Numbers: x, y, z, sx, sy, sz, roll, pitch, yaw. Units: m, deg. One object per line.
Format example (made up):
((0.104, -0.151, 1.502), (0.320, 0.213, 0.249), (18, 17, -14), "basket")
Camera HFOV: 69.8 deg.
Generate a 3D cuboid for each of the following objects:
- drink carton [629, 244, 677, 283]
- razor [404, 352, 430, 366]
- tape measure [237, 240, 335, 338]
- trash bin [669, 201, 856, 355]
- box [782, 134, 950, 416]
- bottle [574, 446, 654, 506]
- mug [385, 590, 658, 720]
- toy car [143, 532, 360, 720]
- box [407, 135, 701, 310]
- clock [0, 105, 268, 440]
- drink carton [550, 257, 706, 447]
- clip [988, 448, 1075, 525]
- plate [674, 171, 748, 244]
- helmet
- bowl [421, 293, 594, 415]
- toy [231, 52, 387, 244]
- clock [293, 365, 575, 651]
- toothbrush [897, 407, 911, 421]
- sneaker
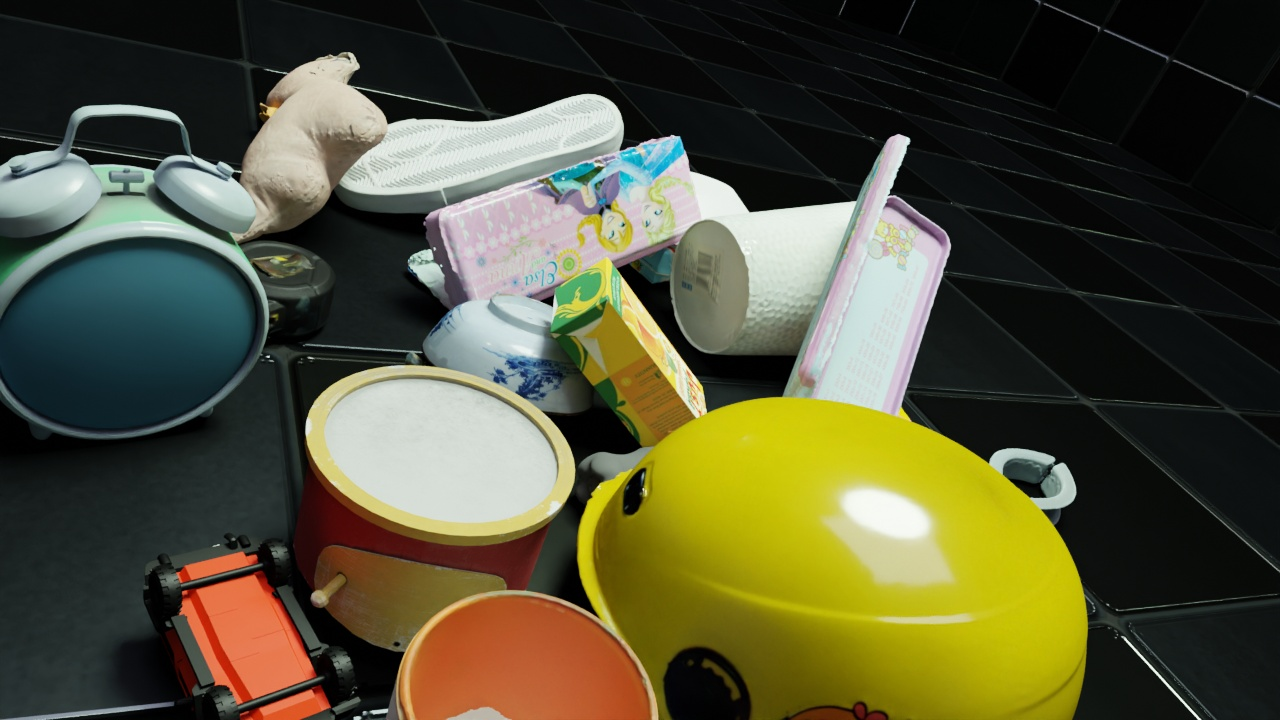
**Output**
((0.048, -0.095, 0.833), (0.128, 0.039, 0.044), (-9, 42, -42), "drink carton")
((-0.110, 0.026, 0.549), (0.042, 0.026, 0.106), (-15, 41, -44), "razor")
((-0.228, -0.045, 0.567), (0.071, 0.042, 0.072), (28, 27, 18), "tape measure")
((0.119, -0.063, 0.745), (0.161, 0.133, 0.133), (-5, 39, -31), "trash bin")
((0.158, -0.043, 0.654), (0.062, 0.140, 0.213), (7, 62, 35), "box")
((0.014, 0.068, 0.542), (0.109, 0.036, 0.036), (-3, 38, -37), "bottle")
((-0.049, 0.143, 0.306), (0.082, 0.105, 0.082), (16, 30, -10), "mug")
((-0.152, 0.111, 0.350), (0.051, 0.049, 0.100), (-9, 41, -43), "toy car")
((-0.066, -0.103, 0.706), (0.229, 0.085, 0.091), (-27, 20, -35), "box")
((-0.243, -0.044, 0.430), (0.121, 0.162, 0.075), (-8, 42, -41), "clock")
((-0.003, 0.003, 0.574), (0.122, 0.041, 0.058), (53, 16, -26), "drink carton")
((0.263, 0.095, 0.673), (0.090, 0.027, 0.162), (34, 31, 24), "clip")
((0.036, -0.147, 0.842), (0.174, 0.036, 0.173), (11, 23, -5), "plate")
((0.098, 0.093, 0.424), (0.240, 0.140, 0.208), (39, 33, 11), "helmet")
((-0.075, -0.012, 0.582), (0.114, 0.045, 0.114), (20, 16, -6), "bowl")
((-0.277, -0.174, 0.714), (0.196, 0.065, 0.264), (-39, 36, -13), "toy")
((-0.099, 0.061, 0.436), (0.117, 0.081, 0.158), (14, 29, -13), "clock")
((0.202, 0.029, 0.757), (0.021, 0.016, 0.135), (15, 32, -15), "toothbrush")
((-0.131, -0.153, 0.775), (0.242, 0.091, 0.089), (-14, 61, -13), "sneaker")
